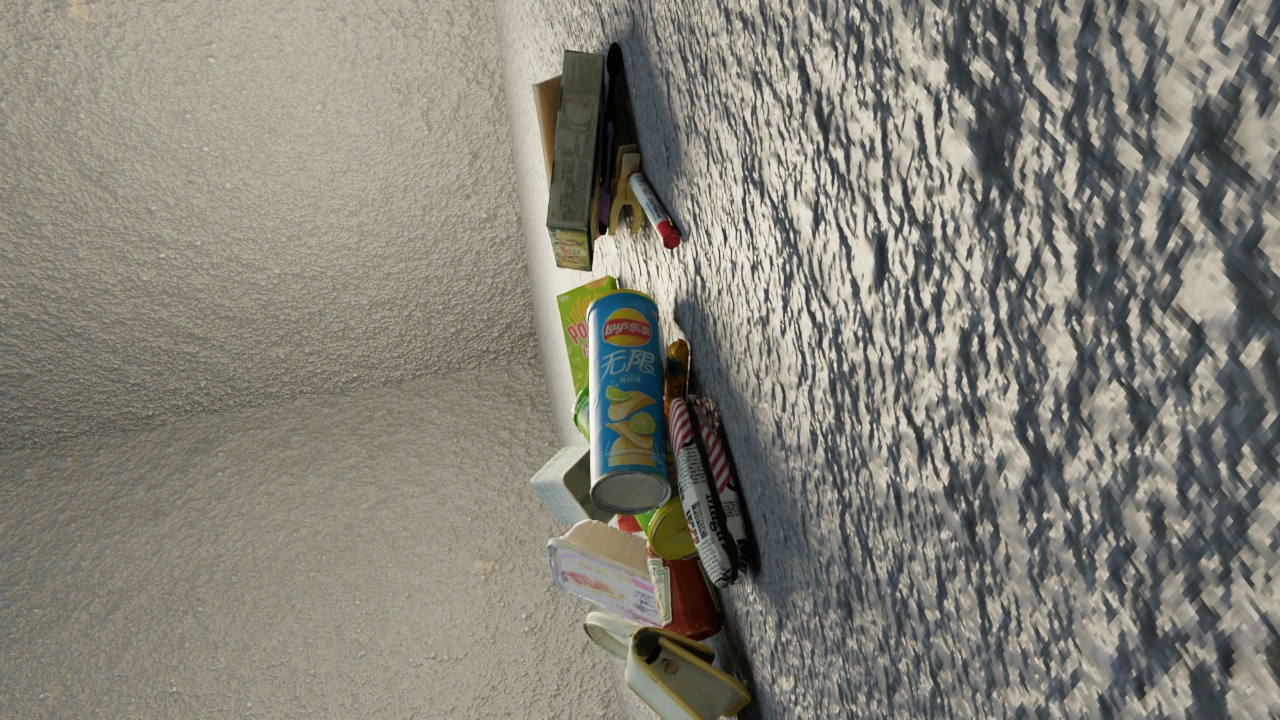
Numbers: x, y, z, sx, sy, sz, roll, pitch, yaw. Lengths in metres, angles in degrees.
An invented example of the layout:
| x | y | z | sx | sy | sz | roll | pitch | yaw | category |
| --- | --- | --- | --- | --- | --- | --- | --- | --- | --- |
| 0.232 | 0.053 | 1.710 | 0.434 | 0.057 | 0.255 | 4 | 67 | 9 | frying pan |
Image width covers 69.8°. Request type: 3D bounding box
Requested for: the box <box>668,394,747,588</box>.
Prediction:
| x | y | z | sx | sy | sz | roll | pitch | yaw | category |
| --- | --- | --- | --- | --- | --- | --- | --- | --- | --- |
| 0.060 | 0.105 | 0.761 | 0.072 | 0.060 | 0.164 | 50 | -155 | -66 | box |

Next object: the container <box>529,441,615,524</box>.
| x | y | z | sx | sy | sz | roll | pitch | yaw | category |
| --- | --- | --- | --- | --- | --- | --- | --- | --- | --- |
| -0.079 | 0.164 | 1.223 | 0.090 | 0.090 | 0.112 | 55 | 148 | -14 | container |

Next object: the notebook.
| x | y | z | sx | sy | sz | roll | pitch | yaw | category |
| --- | --- | --- | --- | --- | --- | --- | --- | --- | --- |
| -0.079 | -0.234 | 1.101 | 0.149 | 0.012 | 0.212 | -54 | -38 | -58 | notebook |

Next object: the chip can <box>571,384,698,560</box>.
| x | y | z | sx | sy | sz | roll | pitch | yaw | category |
| --- | --- | --- | --- | --- | --- | --- | --- | --- | --- |
| -0.001 | 0.097 | 0.892 | 0.221 | 0.072 | 0.073 | -129 | 28 | -52 | chip can |

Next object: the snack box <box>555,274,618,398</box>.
| x | y | z | sx | sy | sz | roll | pitch | yaw | category |
| --- | --- | --- | --- | --- | --- | --- | --- | --- | --- |
| -0.056 | -0.025 | 1.191 | 0.026 | 0.086 | 0.156 | 18 | -124 | -62 | snack box |

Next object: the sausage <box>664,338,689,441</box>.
| x | y | z | sx | sy | sz | roll | pitch | yaw | category |
| --- | --- | --- | --- | --- | --- | --- | --- | --- | --- |
| 0.034 | 0.034 | 0.880 | 0.165 | 0.021 | 0.021 | 90 | 167 | -50 | sausage |

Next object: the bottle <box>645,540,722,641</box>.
| x | y | z | sx | sy | sz | roll | pitch | yaw | category |
| --- | --- | --- | --- | --- | --- | --- | --- | --- | --- |
| 0.031 | 0.183 | 0.944 | 0.060 | 0.059 | 0.205 | 96 | 161 | -63 | bottle |

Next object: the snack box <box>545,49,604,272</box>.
| x | y | z | sx | sy | sz | roll | pitch | yaw | category |
| --- | --- | --- | --- | --- | --- | --- | --- | --- | --- |
| -0.065 | -0.201 | 0.969 | 0.182 | 0.046 | 0.177 | 108 | 167 | -82 | snack box |

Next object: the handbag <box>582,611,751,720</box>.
| x | y | z | sx | sy | sz | roll | pitch | yaw | category |
| --- | --- | --- | --- | --- | --- | --- | --- | --- | --- |
| 0.019 | 0.297 | 0.894 | 0.179 | 0.063 | 0.164 | 37 | 155 | 17 | handbag |

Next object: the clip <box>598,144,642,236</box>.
| x | y | z | sx | sy | sz | roll | pitch | yaw | category |
| --- | --- | --- | --- | --- | --- | --- | --- | --- | --- |
| -0.015 | -0.164 | 0.930 | 0.102 | 0.035 | 0.094 | 145 | 118 | -72 | clip |

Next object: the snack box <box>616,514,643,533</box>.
| x | y | z | sx | sy | sz | roll | pitch | yaw | category |
| --- | --- | --- | --- | --- | --- | --- | --- | --- | --- |
| -0.011 | 0.133 | 1.127 | 0.113 | 0.044 | 0.127 | -59 | -40 | -80 | snack box |

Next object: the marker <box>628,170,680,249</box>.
| x | y | z | sx | sy | sz | roll | pitch | yaw | category |
| --- | --- | --- | --- | --- | --- | --- | --- | --- | --- |
| 0.011 | -0.141 | 0.841 | 0.145 | 0.017 | 0.017 | -113 | 15 | -54 | marker |

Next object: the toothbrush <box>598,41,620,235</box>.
| x | y | z | sx | sy | sz | roll | pitch | yaw | category |
| --- | --- | --- | --- | --- | --- | --- | --- | --- | --- |
| -0.031 | -0.217 | 0.903 | 0.016 | 0.014 | 0.189 | -55 | -31 | -87 | toothbrush |

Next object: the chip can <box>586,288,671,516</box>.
| x | y | z | sx | sy | sz | roll | pitch | yaw | category |
| --- | --- | --- | --- | --- | --- | --- | --- | --- | --- |
| -0.013 | 0.033 | 0.837 | 0.071 | 0.071 | 0.209 | 90 | 178 | -50 | chip can |

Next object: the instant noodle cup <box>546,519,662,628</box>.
| x | y | z | sx | sy | sz | roll | pitch | yaw | category |
| --- | --- | --- | --- | --- | --- | --- | --- | --- | --- |
| -0.019 | 0.249 | 1.083 | 0.138 | 0.173 | 0.060 | 92 | -160 | -53 | instant noodle cup |
